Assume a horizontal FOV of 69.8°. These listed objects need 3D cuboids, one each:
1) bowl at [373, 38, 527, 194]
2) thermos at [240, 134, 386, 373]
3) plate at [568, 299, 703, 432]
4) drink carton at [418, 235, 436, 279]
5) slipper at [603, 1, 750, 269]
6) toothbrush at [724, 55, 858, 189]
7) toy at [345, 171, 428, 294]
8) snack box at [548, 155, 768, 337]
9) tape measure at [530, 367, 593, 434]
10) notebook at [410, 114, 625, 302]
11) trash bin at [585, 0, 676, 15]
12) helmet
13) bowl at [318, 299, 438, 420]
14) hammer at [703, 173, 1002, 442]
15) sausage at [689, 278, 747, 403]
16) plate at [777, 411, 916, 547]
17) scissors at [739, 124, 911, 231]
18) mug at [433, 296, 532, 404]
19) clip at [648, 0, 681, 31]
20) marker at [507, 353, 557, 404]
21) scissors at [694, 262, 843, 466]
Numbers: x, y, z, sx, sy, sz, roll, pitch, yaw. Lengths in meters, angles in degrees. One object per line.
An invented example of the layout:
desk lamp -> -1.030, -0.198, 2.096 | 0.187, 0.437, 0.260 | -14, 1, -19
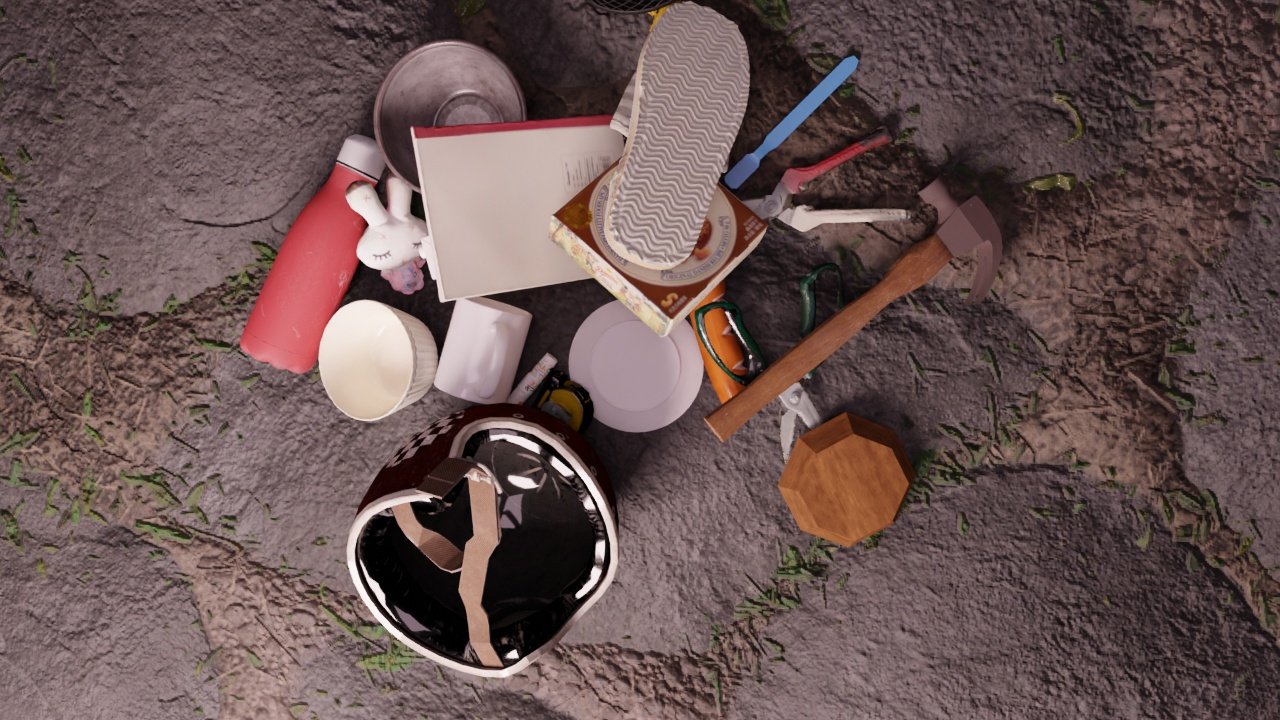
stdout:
bowl -> -0.172, -0.224, 0.875 | 0.145, 0.067, 0.145 | 1, 96, 6
thermos -> -0.312, -0.107, 0.900 | 0.073, 0.073, 0.240 | 25, 92, 3
plate -> -0.005, 0.005, 0.908 | 0.134, 0.011, 0.134 | 1, 96, 6
drink carton -> -0.147, -0.113, 0.888 | 0.122, 0.058, 0.040 | -15, 94, 7
slipper -> 0.030, -0.201, 0.821 | 0.114, 0.054, 0.272 | 16, 68, -8
toothbrush -> 0.143, -0.225, 0.870 | 0.167, 0.014, 0.016 | -44, 90, 4
toy -> -0.240, -0.123, 0.894 | 0.038, 0.079, 0.123 | 14, 125, 43
snack box -> 0.016, -0.119, 0.837 | 0.147, 0.041, 0.142 | 42, 66, 8
tape measure -> -0.078, 0.049, 0.906 | 0.061, 0.034, 0.062 | 32, 108, 8
notebook -> -0.096, -0.143, 0.837 | 0.208, 0.012, 0.153 | -12, 98, -32
trash bin -> -0.019, -0.405, 0.753 | 0.184, 0.210, 0.184 | -2, 79, 9
helmet -> -0.137, 0.149, 0.811 | 0.234, 0.252, 0.233 | -13, 111, 31
bowl -> -0.249, -0.001, 0.898 | 0.115, 0.062, 0.115 | 1, 92, 25
hammer -> 0.193, -0.035, 0.843 | 0.323, 0.033, 0.115 | -38, 95, -2
sausage -> 0.076, -0.024, 0.882 | 0.044, 0.039, 0.164 | -17, 94, 2
plate -> 0.202, 0.118, 0.878 | 0.131, 0.025, 0.131 | -1, 100, -4
scissors -> 0.166, -0.157, 0.871 | 0.179, 0.015, 0.187 | 30, 99, 3
mug -> -0.147, -0.007, 0.874 | 0.073, 0.110, 0.090 | 14, 98, -22
clip -> 0.012, -0.339, 0.872 | 0.046, 0.037, 0.053 | 27, 100, -10
marker -> -0.135, 0.051, 0.924 | 0.017, 0.017, 0.145 | 41, 99, 1
scissors -> 0.153, -0.007, 0.873 | 0.179, 0.015, 0.206 | -42, 111, -11
